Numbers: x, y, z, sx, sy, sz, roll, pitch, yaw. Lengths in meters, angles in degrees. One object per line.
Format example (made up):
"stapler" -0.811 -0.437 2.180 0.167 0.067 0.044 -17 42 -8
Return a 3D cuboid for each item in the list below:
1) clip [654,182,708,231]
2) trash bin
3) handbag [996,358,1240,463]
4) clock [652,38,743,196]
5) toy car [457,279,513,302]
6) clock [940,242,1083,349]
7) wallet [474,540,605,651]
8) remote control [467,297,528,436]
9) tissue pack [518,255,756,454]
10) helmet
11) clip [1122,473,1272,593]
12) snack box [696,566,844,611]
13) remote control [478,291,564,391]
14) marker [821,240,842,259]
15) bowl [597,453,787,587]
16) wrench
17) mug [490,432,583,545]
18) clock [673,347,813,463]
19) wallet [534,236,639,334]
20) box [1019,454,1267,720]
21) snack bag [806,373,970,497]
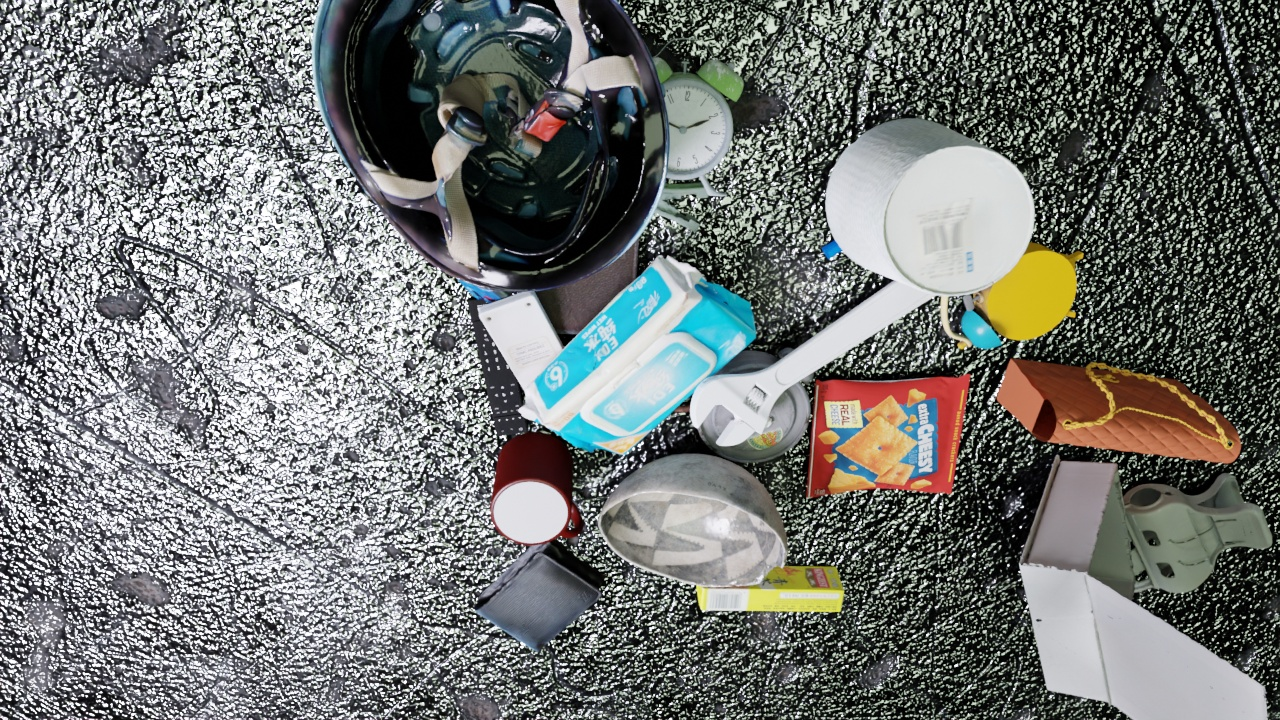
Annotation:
"clip" 0.018 -0.137 0.776 0.076 0.023 0.057 10 113 -10
"trash bin" 0.222 -0.117 0.707 0.133 0.161 0.133 1 106 2
"handbag" 0.435 0.044 0.835 0.172 0.108 0.060 7 115 -6
"clock" 0.033 -0.196 0.737 0.094 0.042 0.119 2 116 -5
"toy car" -0.148 -0.100 0.766 0.044 0.056 0.120 -16 123 31
"clock" 0.330 -0.060 0.819 0.129 0.043 0.099 -8 116 -7
"wallet" -0.103 0.245 0.949 0.089 0.026 0.115 38 108 -20
"remote control" -0.130 0.007 0.843 0.030 0.009 0.140 -8 116 1
"tissue pack" -0.005 0.005 0.801 0.210 0.066 0.117 -42 140 17
"helmet" -0.102 -0.184 0.666 0.226 0.166 0.265 -39 103 12
"clip" 0.553 0.176 0.937 0.143 0.073 0.125 -25 117 20
"snack box" 0.133 0.235 0.949 0.148 0.040 0.029 2 116 -4
"remote control" -0.093 -0.006 0.815 0.050 0.011 0.136 -19 135 6
"marker" 0.221 -0.131 0.795 0.142 0.013 0.013 -33 113 12
"bowl" 0.053 0.140 0.868 0.178 0.081 0.179 8 142 6
"wrench" 0.163 -0.013 0.805 0.273 0.018 0.066 -33 103 -6
"mug" -0.090 0.130 0.863 0.073 0.082 0.105 -36 112 13
"clock" 0.112 0.033 0.843 0.148 0.056 0.104 -42 110 18
"wallet" -0.051 -0.077 0.798 0.099 0.031 0.120 2 115 -8
"box" 0.445 0.237 0.797 0.161 0.338 0.167 -25 115 -3
"snack bag" 0.234 0.073 0.877 0.144 0.039 0.131 -2 115 -2
